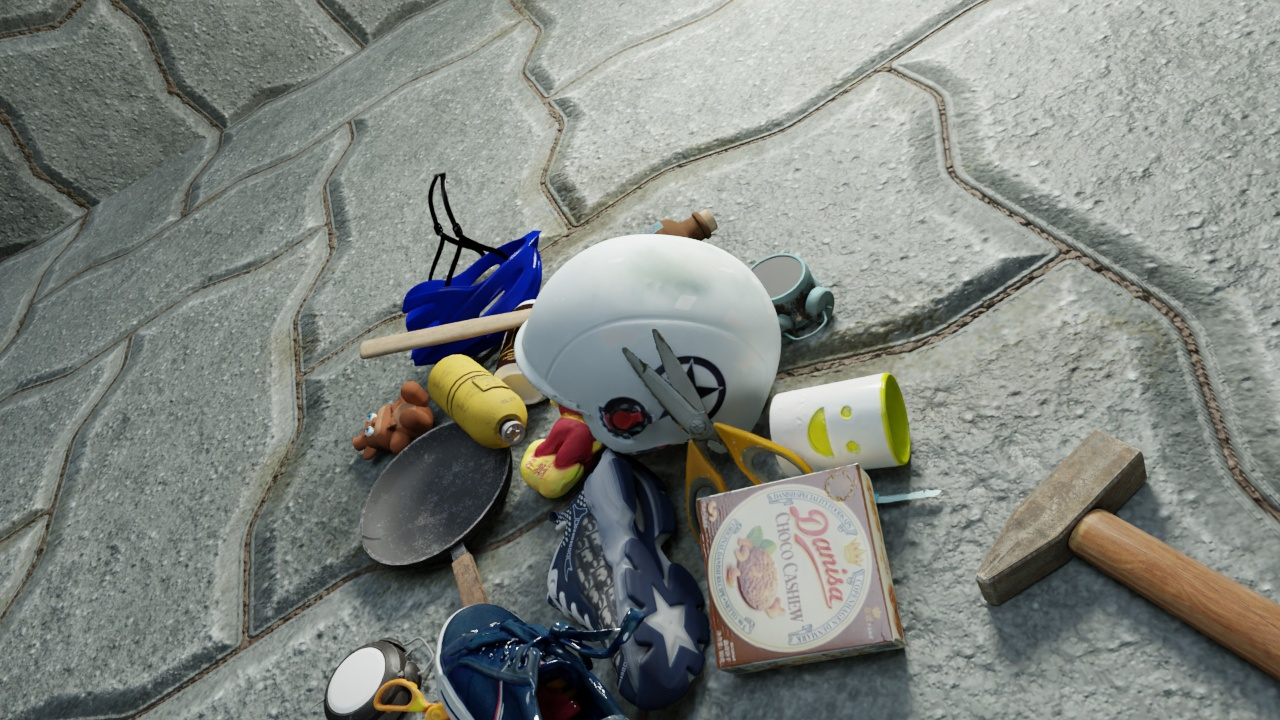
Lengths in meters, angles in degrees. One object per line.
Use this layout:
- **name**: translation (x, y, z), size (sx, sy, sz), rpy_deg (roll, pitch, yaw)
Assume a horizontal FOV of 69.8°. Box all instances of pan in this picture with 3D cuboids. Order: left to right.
- **pan**: translation (-0.202, 0.193, 1.001), size (0.207, 0.040, 0.356), rpy_deg (-35, 39, -1)

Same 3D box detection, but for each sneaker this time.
- **sneaker**: translation (-0.083, 0.240, 0.730), size (0.120, 0.127, 0.295), rpy_deg (-4, 13, -29)
- **sneaker**: translation (-0.030, 0.207, 0.833), size (0.133, 0.103, 0.269), rpy_deg (-39, 35, 18)

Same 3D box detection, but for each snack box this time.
- **snack box**: translation (0.126, 0.171, 0.748), size (0.147, 0.041, 0.143), rpy_deg (-16, 61, 21)

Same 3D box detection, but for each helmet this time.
- **helmet**: translation (-0.244, -0.121, 1.213), size (0.241, 0.228, 0.148), rpy_deg (-39, 21, -13)
- **helmet**: translation (0.015, -0.039, 0.913), size (0.264, 0.164, 0.236), rpy_deg (12, 35, -8)

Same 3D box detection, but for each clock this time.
- **clock**: translation (-0.265, 0.319, 0.904), size (0.122, 0.044, 0.091), rpy_deg (-45, 39, -14)
- **clock**: translation (0.159, -0.066, 1.004), size (0.090, 0.053, 0.124), rpy_deg (-33, 41, 2)

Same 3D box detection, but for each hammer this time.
- **hammer**: translation (-0.183, -0.041, 1.121), size (0.331, 0.031, 0.119), rpy_deg (-12, 42, 7)
- **hammer**: translation (0.381, 0.171, 0.602), size (0.157, 0.037, 0.301), rpy_deg (-41, 38, -10)

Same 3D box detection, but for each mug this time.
- **mug**: translation (0.181, 0.060, 0.830), size (0.106, 0.082, 0.082), rpy_deg (-12, 43, 28)

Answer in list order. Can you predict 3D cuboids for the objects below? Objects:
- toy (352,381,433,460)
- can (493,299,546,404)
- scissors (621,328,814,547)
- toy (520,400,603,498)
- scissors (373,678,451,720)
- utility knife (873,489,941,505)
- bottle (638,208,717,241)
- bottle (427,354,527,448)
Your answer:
- **toy**: translation (-0.325, 0.083, 1.187), size (0.128, 0.065, 0.094), rpy_deg (-23, 45, 22)
- **can**: translation (-0.137, -0.011, 1.143), size (0.072, 0.072, 0.128), rpy_deg (-16, 41, 21)
- **scissors**: translation (0.053, 0.081, 0.821), size (0.166, 0.225, 0.016), rpy_deg (-49, -3, 16)
- **toy**: translation (-0.078, 0.086, 1.007), size (0.106, 0.067, 0.137), rpy_deg (2, 58, 40)
- **scissors**: translation (-0.185, 0.336, 0.843), size (0.133, 0.012, 0.083), rpy_deg (-2, 80, 13)
- **utility knife**: translation (0.185, 0.126, 0.812), size (0.159, 0.015, 0.022), rpy_deg (-12, 20, 23)
- **bottle**: translation (0.026, -0.139, 1.166), size (0.157, 0.068, 0.067), rpy_deg (-32, 38, 2)
- **bottle**: translation (-0.181, 0.051, 1.052), size (0.071, 0.071, 0.164), rpy_deg (-44, 38, -13)
